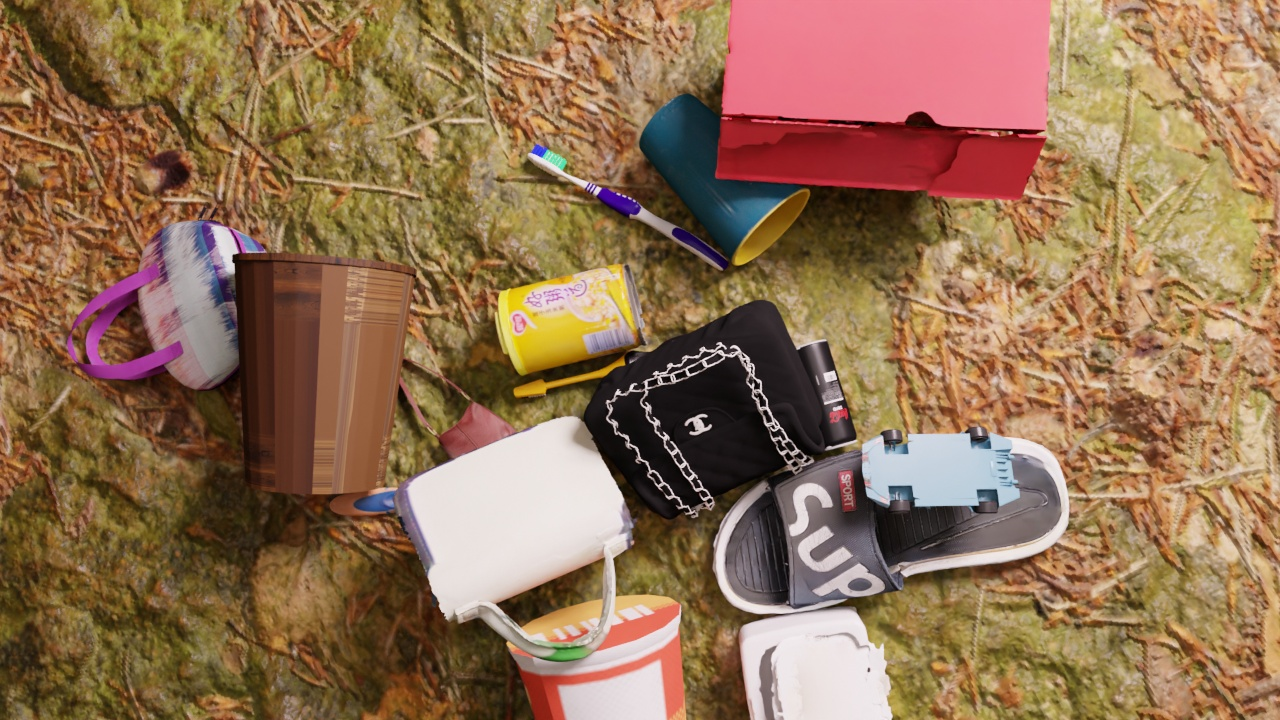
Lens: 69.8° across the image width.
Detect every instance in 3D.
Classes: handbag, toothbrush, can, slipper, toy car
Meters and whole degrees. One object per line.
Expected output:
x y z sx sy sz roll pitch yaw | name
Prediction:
-0.075 0.139 0.642 0.151 0.074 0.176 -22 48 -16 | handbag
-0.010 -0.123 0.733 0.187 0.015 0.016 30 83 8 | toothbrush
-0.387 -0.037 0.747 0.170 0.068 0.144 -21 83 10 | handbag
-0.156 0.038 0.730 0.119 0.029 0.055 43 88 13 | handbag
-0.053 -0.031 0.703 0.105 0.067 0.067 -13 83 5 | can
-0.182 0.110 0.731 0.135 0.017 0.021 -6 80 8 | toothbrush
0.181 0.117 0.668 0.264 0.063 0.111 -10 83 2 | slipper
-0.004 0.004 0.714 0.197 0.031 0.031 -13 68 7 | toothbrush
0.138 0.027 0.694 0.031 0.031 0.080 -17 83 4 | can
0.050 0.047 0.646 0.154 0.114 0.125 -28 103 14 | handbag
0.203 0.078 0.636 0.107 0.027 0.060 0 73 -4 | toy car

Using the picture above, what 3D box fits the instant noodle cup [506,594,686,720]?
-0.021 0.246 0.652 0.123 0.123 0.121 -11 91 5 | instant noodle cup

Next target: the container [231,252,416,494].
-0.241 0.010 0.694 0.132 0.132 0.167 3 91 6 | container

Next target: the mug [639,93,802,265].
0.059 -0.142 0.701 0.078 0.078 0.121 -42 77 1 | mug

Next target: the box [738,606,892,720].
0.125 0.238 0.642 0.102 0.102 0.108 -11 86 6 | box

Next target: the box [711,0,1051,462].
0.157 -0.090 0.686 0.213 0.127 0.426 4 117 3 | box
